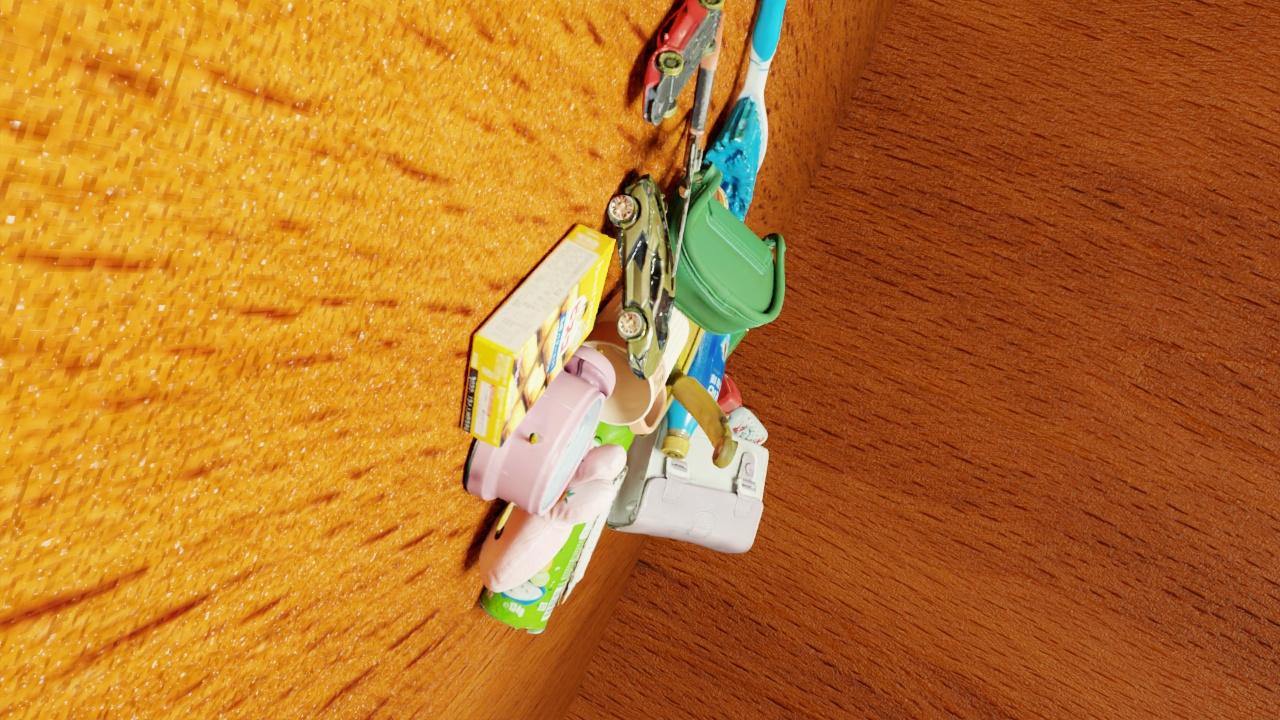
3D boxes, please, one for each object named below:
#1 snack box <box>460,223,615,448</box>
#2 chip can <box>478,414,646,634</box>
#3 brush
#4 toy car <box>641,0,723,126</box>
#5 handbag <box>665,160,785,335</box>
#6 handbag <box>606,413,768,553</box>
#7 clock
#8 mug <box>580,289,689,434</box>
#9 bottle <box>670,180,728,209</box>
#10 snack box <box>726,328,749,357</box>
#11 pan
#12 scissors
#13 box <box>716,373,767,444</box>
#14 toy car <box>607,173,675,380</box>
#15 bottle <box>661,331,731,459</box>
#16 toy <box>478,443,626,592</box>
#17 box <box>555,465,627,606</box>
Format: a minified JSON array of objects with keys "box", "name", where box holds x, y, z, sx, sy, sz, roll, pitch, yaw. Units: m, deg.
[{"box":[-0.066,-0.019,0.599,0.140,0.034,0.087,-58,170,-46],"name":"snack box"},{"box":[-0.074,0.139,0.866,0.236,0.072,0.072,-65,172,8],"name":"chip can"},{"box":[0.106,-0.257,0.911,0.315,0.060,0.109,90,21,-66],"name":"brush"},{"box":[0.025,-0.204,0.610,0.049,0.031,0.106,94,22,-66],"name":"toy car"},{"box":[0.071,-0.094,0.800,0.068,0.131,0.120,-13,-132,51],"name":"handbag"},{"box":[0.061,0.152,1.124,0.099,0.196,0.144,-7,-112,50],"name":"handbag"},{"box":[-0.067,0.049,0.687,0.158,0.060,0.117,-54,168,-57],"name":"clock"},{"box":[-0.005,0.005,0.802,0.105,0.082,0.114,-58,133,-50],"name":"mug"},{"box":[0.061,-0.142,0.921,0.057,0.057,0.175,-64,172,-3],"name":"bottle"},{"box":[0.090,-0.047,1.193,0.105,0.117,0.118,-62,174,6],"name":"snack box"},{"box":[0.042,0.015,0.906,0.357,0.078,0.198,-88,-158,-73],"name":"pan"},{"box":[0.041,-0.167,0.711,0.189,0.015,0.222,94,6,-84],"name":"scissors"},{"box":[0.070,0.121,1.266,0.202,0.101,0.095,-35,-154,11],"name":"box"},{"box":[0.004,-0.064,0.705,0.070,0.042,0.158,1,87,-77],"name":"toy car"},{"box":[0.066,0.010,1.066,0.065,0.065,0.218,95,10,-67],"name":"bottle"},{"box":[-0.075,0.126,0.756,0.160,0.054,0.121,-39,-165,26],"name":"toy"},{"box":[-0.079,0.194,1.044,0.184,0.062,0.089,-65,171,18],"name":"box"}]
